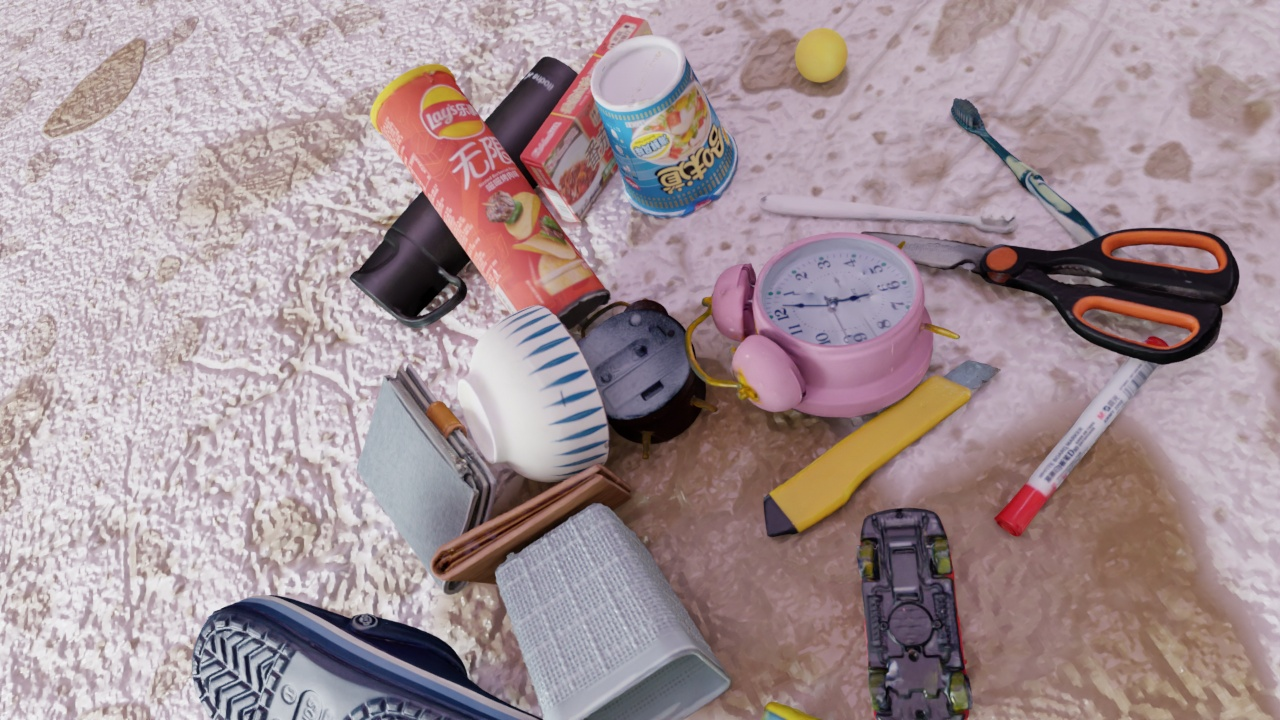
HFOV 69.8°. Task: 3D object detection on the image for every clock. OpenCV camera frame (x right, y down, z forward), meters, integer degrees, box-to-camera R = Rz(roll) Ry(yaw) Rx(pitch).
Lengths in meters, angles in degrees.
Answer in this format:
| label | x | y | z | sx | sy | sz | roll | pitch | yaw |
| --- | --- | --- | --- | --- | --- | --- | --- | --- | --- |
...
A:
| label | x | y | z | sx | sy | sz | roll | pitch | yaw |
| --- | --- | --- | --- | --- | --- | --- | --- | --- | --- |
| clock | 0.106 | -0.022 | 0.578 | 0.158 | 0.060 | 0.117 | -16 | 49 | 2 |
| clock | -0.004 | 0.004 | 0.627 | 0.082 | 0.055 | 0.122 | -35 | 55 | 0 |

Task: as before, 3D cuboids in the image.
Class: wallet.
| label | x | y | z | sx | sy | sz | roll | pitch | yaw |
| --- | --- | --- | --- | --- | --- | --- | --- | --- | --- |
| wallet | -0.062 | 0.103 | 0.567 | 0.115 | 0.101 | 0.020 | -31 | 72 | 2 |
| wallet | -0.144 | 0.077 | 0.629 | 0.130 | 0.036 | 0.107 | 43 | 123 | 34 |

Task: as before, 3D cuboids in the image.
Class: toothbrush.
| label | x | y | z | sx | sy | sz | roll | pitch | yaw |
| --- | --- | --- | --- | --- | --- | --- | --- | --- | --- |
| toothbrush | 0.265 | -0.119 | 0.612 | 0.016 | 0.018 | 0.191 | -31 | 56 | 3 |
| toothbrush | 0.169 | -0.106 | 0.644 | 0.180 | 0.016 | 0.016 | 9 | 64 | 25 |

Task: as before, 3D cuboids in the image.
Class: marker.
| label | x | y | z | sx | sy | sz | roll | pitch | yaw |
| --- | --- | --- | --- | --- | --- | --- | --- | --- | --- |
| marker | 0.255 | 0.042 | 0.528 | 0.145 | 0.017 | 0.017 | -47 | 57 | -8 |

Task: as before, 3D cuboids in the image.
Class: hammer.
| label | x | y | z | sx | sy | sz | roll | pitch | yaw |
| --- | --- | --- | --- | --- | --- | --- | --- | --- | --- |
| hammer | 0.026 | 0.331 | 0.448 | 0.126 | 0.032 | 0.322 | 12 | 68 | 25 |

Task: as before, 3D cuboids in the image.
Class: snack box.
| label | x | y | z | sx | sy | sz | roll | pitch | yaw |
| --- | --- | --- | --- | --- | --- | --- | --- | --- | --- |
| snack box | -0.032 | -0.193 | 0.734 | 0.025 | 0.075 | 0.152 | 23 | 72 | 30 |

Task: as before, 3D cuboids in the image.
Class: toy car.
| label | x | y | z | sx | sy | sz | roll | pitch | yaw |
| --- | --- | --- | --- | --- | --- | --- | --- | --- | --- |
| toy car | 0.148 | 0.142 | 0.497 | 0.053 | 0.045 | 0.120 | -7 | 63 | 20 |

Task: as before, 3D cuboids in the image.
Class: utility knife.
| label | x | y | z | sx | sy | sz | roll | pitch | yaw |
| --- | --- | --- | --- | --- | --- | --- | --- | --- | --- |
| utility knife | 0.147 | 0.053 | 0.565 | 0.176 | 0.015 | 0.033 | -35 | 61 | -2 |

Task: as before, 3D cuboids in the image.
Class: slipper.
| label | x | y | z | sx | sy | sz | roll | pitch | yaw |
| --- | --- | --- | --- | --- | --- | --- | --- | --- | --- |
| slipper | -0.150 | 0.214 | 0.546 | 0.253 | 0.095 | 0.105 | 19 | 101 | 17 |

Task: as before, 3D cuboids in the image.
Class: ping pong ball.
| label | x | y | z | sx | sy | sz | roll | pitch | yaw |
| --- | --- | --- | --- | --- | --- | --- | --- | --- | --- |
| ping pong ball | 0.140 | -0.237 | 0.713 | 0.040 | 0.040 | 0.040 | -9 | 59 | 16 |

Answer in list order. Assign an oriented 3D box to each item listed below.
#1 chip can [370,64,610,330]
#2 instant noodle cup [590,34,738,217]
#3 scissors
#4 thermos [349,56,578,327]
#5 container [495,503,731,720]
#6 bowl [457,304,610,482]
| label | x | y | z | sx | sy | sz | roll | pitch | yaw |
| --- | --- | --- | --- | --- | --- | --- | --- | --- | --- |
| chip can | -0.111 | -0.113 | 0.672 | 0.073 | 0.073 | 0.216 | -35 | 81 | 0 |
| instant noodle cup | 0.015 | -0.179 | 0.688 | 0.099 | 0.110 | 0.099 | -9 | 59 | 15 |
| scissors | 0.250 | -0.068 | 0.585 | 0.139 | 0.022 | 0.235 | -43 | 49 | -5 |
| thermos | -0.124 | -0.131 | 0.745 | 0.090 | 0.068 | 0.242 | 34 | 80 | 21 |
| container | -0.020 | 0.155 | 0.532 | 0.090 | 0.090 | 0.111 | -34 | 52 | 1 |
| bowl | -0.076 | 0.029 | 0.595 | 0.066 | 0.117 | 0.116 | -22 | 52 | -24 |
